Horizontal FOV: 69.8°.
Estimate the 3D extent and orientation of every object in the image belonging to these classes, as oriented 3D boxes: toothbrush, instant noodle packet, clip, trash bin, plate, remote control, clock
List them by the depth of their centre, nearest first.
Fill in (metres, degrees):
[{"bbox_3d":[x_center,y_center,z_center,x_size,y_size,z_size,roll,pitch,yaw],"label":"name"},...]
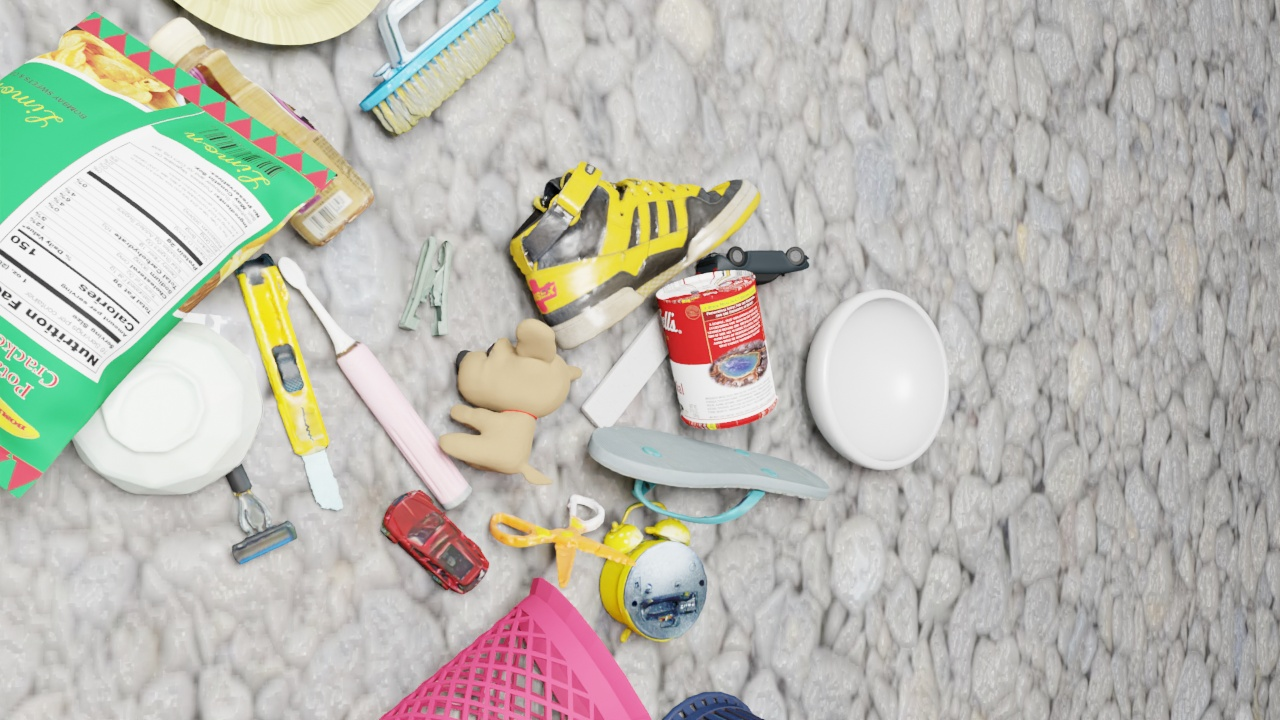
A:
[{"bbox_3d":[-0.339,-0.076,0.536,0.195,0.090,0.252,34,67,4],"label":"instant noodle packet"},{"bbox_3d":[-0.267,-0.308,0.642,0.184,0.036,0.184,2,87,-32],"label":"plate"},{"bbox_3d":[-0.196,0.018,0.679,0.027,0.026,0.222,-34,106,-8],"label":"toothbrush"},{"bbox_3d":[-0.155,-0.054,0.710,0.050,0.023,0.078,29,75,-30],"label":"clip"},{"bbox_3d":[0.123,0.368,0.730,0.139,0.250,0.139,2,87,-32],"label":"trash bin"},{"bbox_3d":[0.010,0.179,0.782,0.083,0.057,0.118,-1,89,-31],"label":"clock"},{"bbox_3d":[-0.005,0.005,0.806,0.130,0.012,0.033,-52,121,-23],"label":"remote control"}]

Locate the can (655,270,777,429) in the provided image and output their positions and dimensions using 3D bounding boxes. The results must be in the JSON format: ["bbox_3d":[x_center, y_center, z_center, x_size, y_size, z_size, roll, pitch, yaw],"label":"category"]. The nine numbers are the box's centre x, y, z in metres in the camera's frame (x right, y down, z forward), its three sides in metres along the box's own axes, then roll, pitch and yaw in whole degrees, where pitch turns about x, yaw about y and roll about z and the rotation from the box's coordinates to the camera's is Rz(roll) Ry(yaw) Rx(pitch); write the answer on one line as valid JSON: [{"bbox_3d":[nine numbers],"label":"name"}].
[{"bbox_3d":[0.067,-0.010,0.797,0.086,0.087,0.116,-23,110,-31],"label":"can"}]

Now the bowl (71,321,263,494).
[{"bbox_3d":[-0.302,0.030,0.578,0.117,0.061,0.117,1,87,-20],"label":"bowl"}]

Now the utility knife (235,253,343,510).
[{"bbox_3d":[-0.247,0.018,0.656,0.030,0.018,0.191,-18,101,-22],"label":"utility knife"}]

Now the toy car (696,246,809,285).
[{"bbox_3d":[0.106,-0.087,0.860,0.112,0.046,0.034,-4,89,-30],"label":"toy car"}]

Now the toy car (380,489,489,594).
[{"bbox_3d":[-0.155,0.138,0.696,0.091,0.036,0.042,48,66,-15],"label":"toy car"}]

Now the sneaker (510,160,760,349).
[{"bbox_3d":[-0.008,-0.121,0.767,0.237,0.086,0.122,-41,106,-29],"label":"sneaker"}]

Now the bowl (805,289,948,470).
[{"bbox_3d":[0.225,0.020,0.917,0.176,0.066,0.176,2,87,-32],"label":"bowl"}]

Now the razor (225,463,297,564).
[{"bbox_3d":[-0.283,0.065,0.627,0.042,0.022,0.144,-24,95,-19],"label":"razor"}]

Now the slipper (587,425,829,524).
[{"bbox_3d":[0.055,0.103,0.805,0.268,0.098,0.055,11,106,-39],"label":"slipper"}]

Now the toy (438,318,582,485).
[{"bbox_3d":[-0.100,0.033,0.704,0.106,0.134,0.108,17,77,12],"label":"toy"}]

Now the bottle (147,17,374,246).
[{"bbox_3d":[-0.260,-0.156,0.627,0.166,0.060,0.059,49,65,-20],"label":"bottle"}]

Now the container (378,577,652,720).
[{"bbox_3d":[-0.118,0.292,0.640,0.225,0.183,0.183,-31,104,-21],"label":"container"}]

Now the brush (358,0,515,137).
[{"bbox_3d":[-0.164,-0.235,0.691,0.135,0.055,0.075,-50,117,-23],"label":"brush"}]

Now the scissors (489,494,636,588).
[{"bbox_3d":[-0.056,0.137,0.724,0.127,0.125,0.011,-36,136,-57],"label":"scissors"}]
